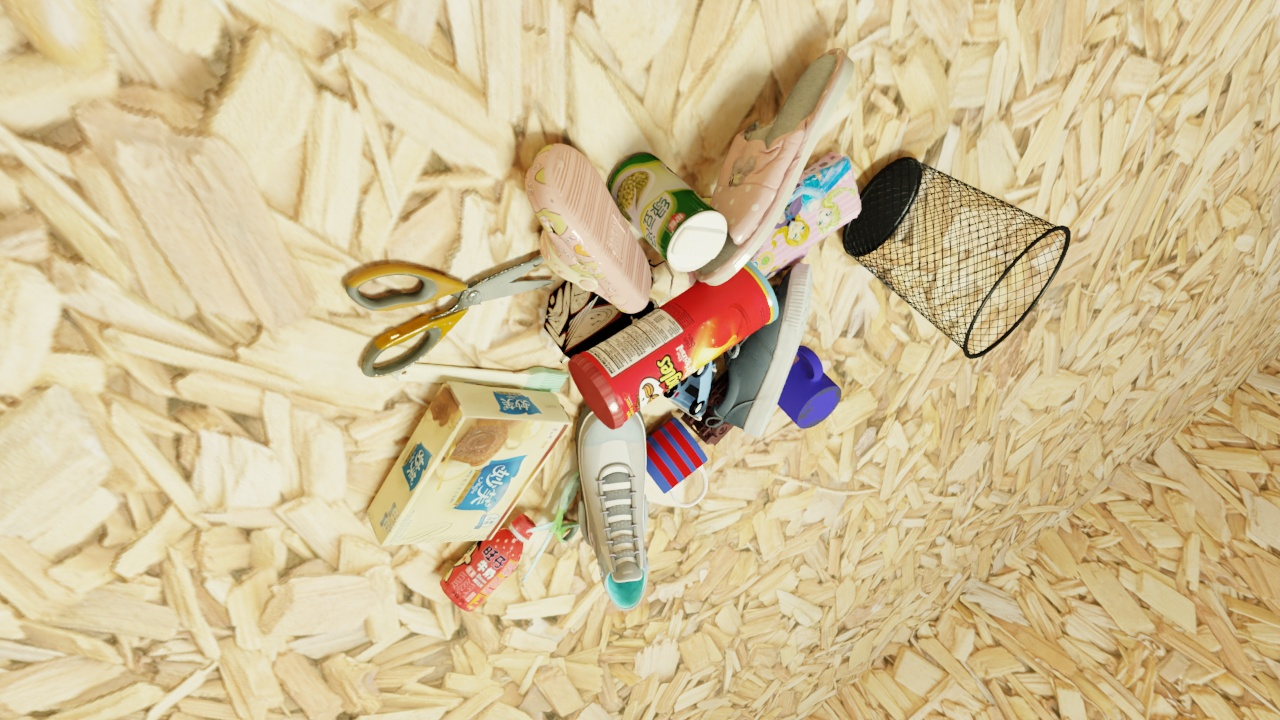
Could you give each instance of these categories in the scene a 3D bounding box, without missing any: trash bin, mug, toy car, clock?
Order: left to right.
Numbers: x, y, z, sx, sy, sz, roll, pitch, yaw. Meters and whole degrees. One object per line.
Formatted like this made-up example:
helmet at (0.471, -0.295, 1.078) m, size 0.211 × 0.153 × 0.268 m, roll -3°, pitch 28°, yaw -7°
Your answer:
clock at (-0.024, -0.053, 0.999) m, size 0.154 × 0.065 × 0.115 m, roll -29°, pitch 143°, yaw -14°
mug at (0.050, 0.143, 1.242) m, size 0.076 × 0.112 × 0.075 m, roll -38°, pitch -177°, yaw -4°
toy car at (0.064, 0.015, 1.154) m, size 0.054 × 0.056 × 0.154 m, roll -45°, pitch 154°, yaw -27°
toy car at (0.138, 0.041, 1.242) m, size 0.170 × 0.070 × 0.062 m, roll -46°, pitch 145°, yaw 1°
mug at (0.231, 0.030, 1.301) m, size 0.079 × 0.083 × 0.111 m, roll -22°, pitch 141°, yaw -24°
trash bin at (0.375, -0.137, 1.129) m, size 0.183 × 0.210 × 0.184 m, roll -32°, pitch 146°, yaw -25°

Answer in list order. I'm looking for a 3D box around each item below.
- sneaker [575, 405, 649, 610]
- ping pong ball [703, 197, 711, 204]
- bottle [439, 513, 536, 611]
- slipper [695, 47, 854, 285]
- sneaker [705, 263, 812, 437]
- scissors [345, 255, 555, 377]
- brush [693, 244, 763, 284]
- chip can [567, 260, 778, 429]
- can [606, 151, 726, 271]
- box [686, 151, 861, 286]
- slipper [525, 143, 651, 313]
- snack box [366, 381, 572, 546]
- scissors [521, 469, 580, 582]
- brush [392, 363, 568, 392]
sneaker at (-0.027, 0.182, 1.135) m, size 0.093 × 0.160 × 0.257 m, roll -5°, pitch 125°, yaw -8°
ping pong ball at (0.072, -0.156, 0.995) m, size 0.040 × 0.040 × 0.040 m, roll -24°, pitch 142°, yaw -21°
bottle at (-0.191, 0.256, 1.183) m, size 0.137 × 0.062 × 0.062 m, roll -46°, pitch 145°, yaw -2°
slipper at (0.124, -0.201, 0.925) m, size 0.054 × 0.114 × 0.274 m, roll 31°, pitch 86°, yaw -21°
sneaker at (0.152, -0.017, 1.163) m, size 0.089 × 0.087 × 0.235 m, roll 12°, pitch 99°, yaw -77°
scissors at (-0.181, -0.067, 0.884) m, size 0.225 × 0.016 × 0.175 m, roll -32°, pitch 144°, yaw -12°
brush at (0.087, -0.088, 1.021) m, size 0.048 × 0.017 × 0.126 m, roll 27°, pitch 99°, yaw -34°
chip can at (0.035, -0.020, 0.954) m, size 0.213 × 0.087 × 0.087 m, roll -33°, pitch 144°, yaw -15°
can at (0.025, -0.146, 0.894) m, size 0.067 × 0.121 × 0.067 m, roll -24°, pitch 141°, yaw -21°
box at (0.157, -0.131, 1.085) m, size 0.230 × 0.062 × 0.161 m, roll -31°, pitch 144°, yaw -12°
slipper at (-0.060, -0.114, 0.882) m, size 0.082 × 0.093 × 0.197 m, roll -14°, pitch 136°, yaw 26°
snack box at (-0.192, 0.120, 1.031) m, size 0.153 × 0.055 × 0.208 m, roll 8°, pitch 127°, yaw -45°
scissors at (-0.115, 0.219, 1.219) m, size 0.173 × 0.021 × 0.171 m, roll -57°, pitch 163°, yaw 2°
brush at (-0.169, 0.018, 0.992) m, size 0.217 × 0.012 × 0.033 m, roll 5°, pitch 125°, yaw -43°
